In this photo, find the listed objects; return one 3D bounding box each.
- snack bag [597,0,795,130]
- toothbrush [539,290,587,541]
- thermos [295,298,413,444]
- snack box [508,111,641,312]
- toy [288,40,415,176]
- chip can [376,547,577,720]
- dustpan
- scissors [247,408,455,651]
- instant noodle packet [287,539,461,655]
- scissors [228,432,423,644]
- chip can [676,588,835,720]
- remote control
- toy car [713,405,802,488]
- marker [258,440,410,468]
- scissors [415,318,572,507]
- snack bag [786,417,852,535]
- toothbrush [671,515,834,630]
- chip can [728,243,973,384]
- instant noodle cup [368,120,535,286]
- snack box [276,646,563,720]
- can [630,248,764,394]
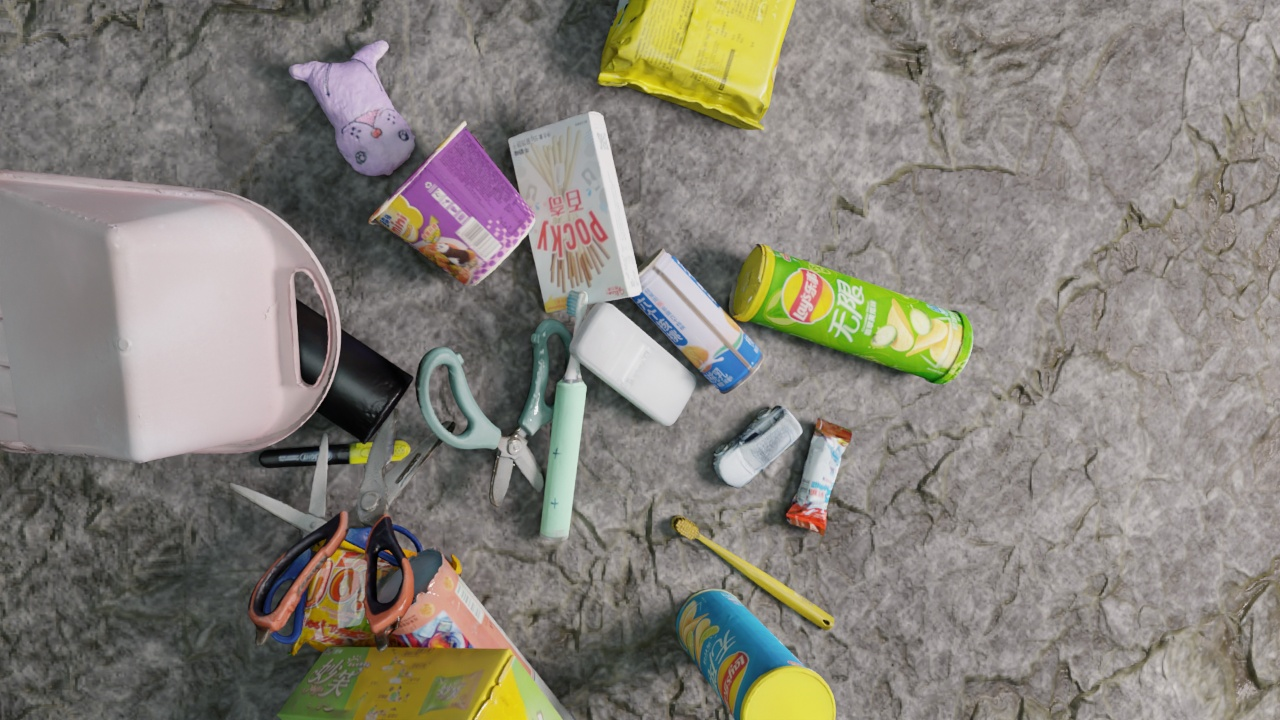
[{"bbox_3d":[0.069,-0.332,0.804,0.158,0.068,0.246,16,88,-12],"label":"snack bag"},{"bbox_3d":[-0.064,0.050,0.796,0.027,0.026,0.224,14,103,29],"label":"toothbrush"},{"bbox_3d":[-0.297,-0.037,0.744,0.242,0.069,0.089,37,64,-7],"label":"thermos"},{"bbox_3d":[-0.057,-0.124,0.787,0.085,0.026,0.157,-10,95,27],"label":"snack box"},{"bbox_3d":[-0.229,-0.206,0.764,0.083,0.039,0.108,-27,96,-18],"label":"toy"},{"bbox_3d":[-0.133,0.254,0.760,0.071,0.071,0.215,-34,114,-8],"label":"chip can"},{"bbox_3d":[-0.376,-0.027,0.705,0.274,0.138,0.223,13,109,28],"label":"dustpan"},{"bbox_3d":[-0.220,0.133,0.724,0.189,0.226,0.015,-23,140,-5],"label":"scissors"},{"bbox_3d":[-0.225,0.209,0.783,0.128,0.044,0.110,15,85,-11],"label":"instant noodle packet"},{"bbox_3d":[-0.259,0.145,0.755,0.162,0.012,0.173,7,74,-11],"label":"scissors"},{"bbox_3d":[0.087,0.251,0.761,0.071,0.210,0.071,-1,93,-11],"label":"chip can"},{"bbox_3d":[-0.005,0.005,0.800,0.136,0.020,0.055,39,77,-36],"label":"remote control"},{"bbox_3d":[0.109,0.081,0.848,0.090,0.034,0.043,-39,102,-6],"label":"toy car"},{"bbox_3d":[-0.261,0.080,0.783,0.124,0.015,0.018,-3,89,-10],"label":"marker"},{"bbox_3d":[-0.124,0.036,0.773,0.181,0.019,0.170,20,85,-42],"label":"scissors"},{"bbox_3d":[0.169,0.109,0.865,0.048,0.026,0.104,20,89,-23],"label":"snack bag"},{"bbox_3d":[0.107,0.201,0.861,0.190,0.016,0.015,35,86,-11],"label":"toothbrush"},{"bbox_3d":[0.196,-0.040,0.840,0.221,0.072,0.072,17,89,-12],"label":"chip can"},{"bbox_3d":[-0.148,-0.123,0.756,0.099,0.111,0.111,43,84,-19],"label":"instant noodle cup"},{"bbox_3d":[-0.153,0.298,0.707,0.158,0.211,0.069,61,36,-25],"label":"snack box"},{"bbox_3d":[0.047,-0.035,0.819,0.053,0.053,0.134,-45,100,-6],"label":"can"}]
